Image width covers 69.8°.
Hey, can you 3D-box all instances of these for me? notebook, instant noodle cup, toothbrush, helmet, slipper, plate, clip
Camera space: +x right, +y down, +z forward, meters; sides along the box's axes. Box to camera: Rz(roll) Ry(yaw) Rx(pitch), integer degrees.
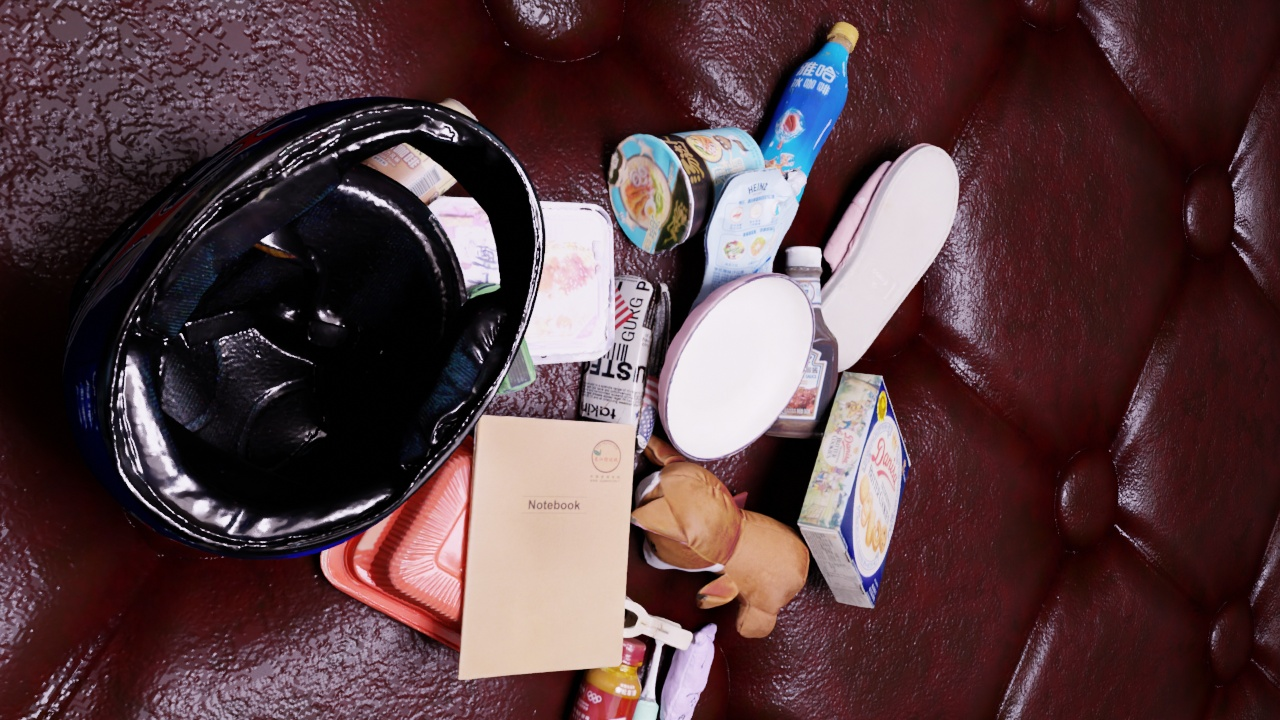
[{"bbox_3d":[-0.074,0.152,0.759,0.147,0.008,0.207,6,85,-31],"label":"notebook"},{"bbox_3d":[-0.148,0.150,0.767,0.188,0.079,0.164,36,71,-23],"label":"instant noodle cup"},{"bbox_3d":[-0.110,-0.066,0.784,0.173,0.060,0.138,-3,95,-30],"label":"instant noodle cup"},{"bbox_3d":[-0.002,0.367,0.902,0.026,0.027,0.224,13,87,-2],"label":"toothbrush"},{"bbox_3d":[-0.216,-0.027,0.611,0.247,0.240,0.315,41,85,-25],"label":"helmet"},{"bbox_3d":[0.049,-0.168,0.853,0.120,0.111,0.111,-26,107,-35],"label":"instant noodle cup"},{"bbox_3d":[0.253,-0.111,1.002,0.114,0.054,0.274,30,90,-26],"label":"slipper"},{"bbox_3d":[0.085,0.003,0.864,0.192,0.039,0.193,-23,129,-32],"label":"plate"},{"bbox_3d":[0.001,0.248,0.862,0.104,0.082,0.034,24,80,-2],"label":"clip"}]

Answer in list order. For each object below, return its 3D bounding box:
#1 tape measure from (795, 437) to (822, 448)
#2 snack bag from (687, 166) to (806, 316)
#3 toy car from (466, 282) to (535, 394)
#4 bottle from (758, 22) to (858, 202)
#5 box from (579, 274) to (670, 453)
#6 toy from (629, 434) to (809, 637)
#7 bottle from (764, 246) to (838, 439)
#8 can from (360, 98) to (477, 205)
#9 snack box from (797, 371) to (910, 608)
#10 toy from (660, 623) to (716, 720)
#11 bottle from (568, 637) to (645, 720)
[{"bbox_3d":[0.199,0.067,0.992,0.057,0.039,0.057,27,80,-30],"label":"tape measure"},{"bbox_3d":[0.096,-0.094,0.863,0.110,0.039,0.191,-13,133,-27],"label":"snack bag"},{"bbox_3d":[-0.112,-0.018,0.733,0.043,0.036,0.091,-25,103,-26],"label":"toy car"},{"bbox_3d":[0.167,-0.248,0.935,0.065,0.065,0.218,34,76,-29],"label":"bottle"},{"bbox_3d":[0.000,0.006,0.861,0.087,0.076,0.163,14,83,-51],"label":"box"},{"bbox_3d":[0.064,0.170,0.885,0.131,0.140,0.199,-37,117,21],"label":"toy"},{"bbox_3d":[0.164,-0.019,0.946,0.044,0.080,0.195,-7,100,-75],"label":"bottle"},{"bbox_3d":[-0.181,-0.154,0.735,0.116,0.059,0.058,-46,115,-20],"label":"can"},{"bbox_3d":[0.225,0.135,0.947,0.178,0.046,0.182,58,47,-46],"label":"snack box"},{"bbox_3d":[0.047,0.315,0.914,0.084,0.039,0.108,23,85,-72],"label":"toy"},{"bbox_3d":[-0.040,0.345,0.858,0.057,0.057,0.174,23,81,-30],"label":"bottle"}]
